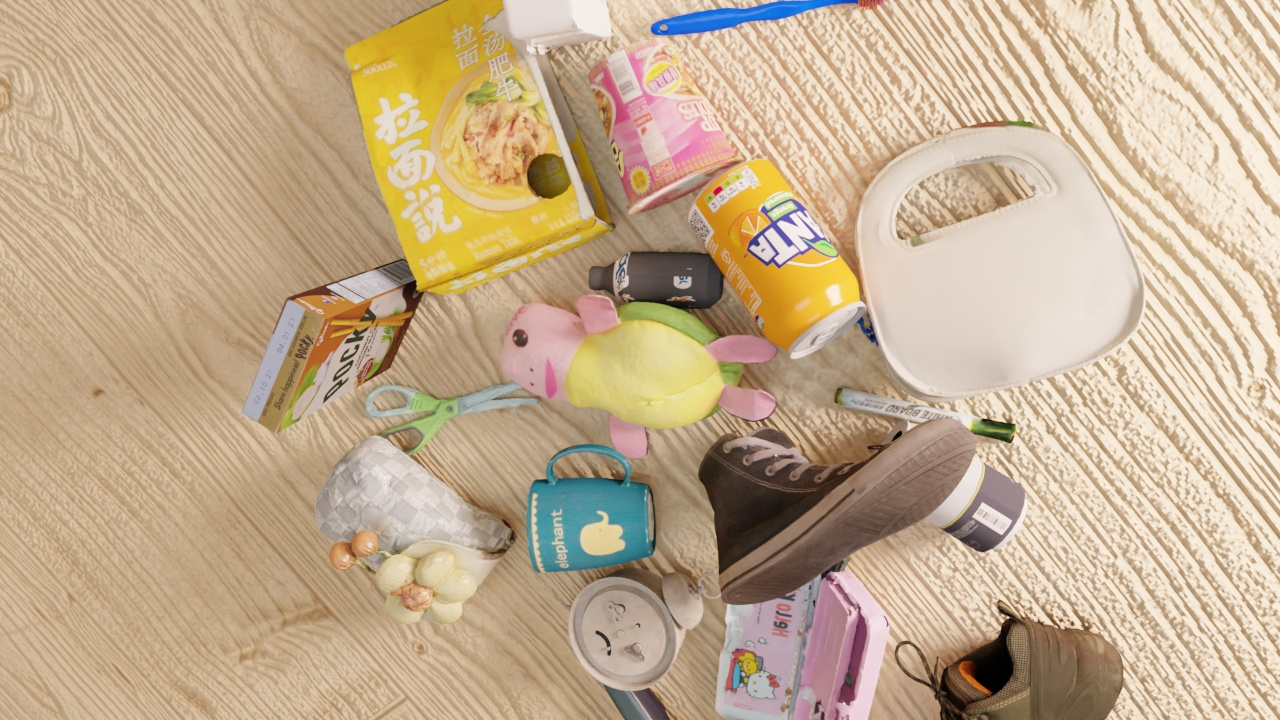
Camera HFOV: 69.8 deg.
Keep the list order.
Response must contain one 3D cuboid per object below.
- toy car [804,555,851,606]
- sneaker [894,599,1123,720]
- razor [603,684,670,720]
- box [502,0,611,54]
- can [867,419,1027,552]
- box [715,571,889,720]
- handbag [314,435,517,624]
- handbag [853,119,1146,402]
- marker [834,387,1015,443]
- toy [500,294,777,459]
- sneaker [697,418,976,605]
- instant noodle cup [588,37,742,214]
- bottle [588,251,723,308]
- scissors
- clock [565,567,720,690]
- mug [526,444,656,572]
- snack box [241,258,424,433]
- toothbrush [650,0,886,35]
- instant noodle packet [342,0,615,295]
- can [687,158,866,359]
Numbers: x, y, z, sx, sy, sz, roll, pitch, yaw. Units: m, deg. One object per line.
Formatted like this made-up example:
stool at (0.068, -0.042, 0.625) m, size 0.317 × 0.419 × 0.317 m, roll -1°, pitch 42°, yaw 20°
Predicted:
toy car at (0.155, 0.173, 0.802) m, size 0.048 × 0.033 × 0.106 m, roll 16°, pitch 118°, yaw 4°
sneaker at (0.279, 0.307, 0.775) m, size 0.143 × 0.101 × 0.238 m, roll 28°, pitch 104°, yaw -1°
razor at (0.012, 0.347, 0.876) m, size 0.047 × 0.052 × 0.143 m, roll -40°, pitch 84°, yaw 17°
box at (-0.073, -0.283, 0.687) m, size 0.076 × 0.107 × 0.102 m, roll -4°, pitch 105°, yaw 16°
can at (0.243, 0.099, 0.746) m, size 0.127 × 0.064 × 0.064 m, roll 32°, pitch 109°, yaw 2°
box at (0.144, 0.265, 0.808) m, size 0.150 × 0.073 × 0.202 m, roll 27°, pitch 124°, yaw 36°
handbag at (-0.217, 0.159, 0.829) m, size 0.171 × 0.123 × 0.113 m, roll 38°, pitch 115°, yaw -6°
handbag at (0.255, -0.075, 0.695) m, size 0.201 × 0.093 × 0.199 m, roll -16°, pitch 81°, yaw 16°
marker at (0.234, 0.045, 0.758) m, size 0.146 × 0.017 × 0.017 m, roll 12°, pitch 107°, yaw 9°
toy at (-0.005, 0.004, 0.758) m, size 0.238 × 0.087 × 0.190 m, roll 4°, pitch 139°, yaw 20°
sneaker at (0.141, 0.088, 0.716) m, size 0.095 × 0.119 × 0.235 m, roll 15°, pitch 135°, yaw -37°
instant noodle cup at (0.013, -0.183, 0.708) m, size 0.098 × 0.097 × 0.108 m, roll -23°, pitch 91°, yaw 17°
bottle at (0.013, -0.067, 0.759) m, size 0.112 × 0.047 × 0.047 m, roll 2°, pitch 105°, yaw 11°
scissors at (-0.170, 0.050, 0.848) m, size 0.176 × 0.032 × 0.078 m, roll -7°, pitch 100°, yaw 17°
clock at (0.009, 0.230, 0.832) m, size 0.157 × 0.061 × 0.103 m, roll -32°, pitch 84°, yaw 21°
mug at (-0.042, 0.128, 0.806) m, size 0.104 × 0.084 × 0.112 m, roll -4°, pitch 102°, yaw 6°
snack box at (-0.242, -0.019, 0.751) m, size 0.031 × 0.185 × 0.101 m, roll 30°, pitch 109°, yaw 3°
toothbrush at (0.097, -0.265, 0.702) m, size 0.183 × 0.018 × 0.016 m, roll -4°, pitch 128°, yaw 13°
instant noodle packet at (-0.138, -0.181, 0.750) m, size 0.163 × 0.084 × 0.221 m, roll -20°, pitch 93°, yaw 14°
can at (0.103, -0.078, 0.697) m, size 0.079 × 0.079 × 0.142 m, roll -38°, pitch 73°, yaw 18°
